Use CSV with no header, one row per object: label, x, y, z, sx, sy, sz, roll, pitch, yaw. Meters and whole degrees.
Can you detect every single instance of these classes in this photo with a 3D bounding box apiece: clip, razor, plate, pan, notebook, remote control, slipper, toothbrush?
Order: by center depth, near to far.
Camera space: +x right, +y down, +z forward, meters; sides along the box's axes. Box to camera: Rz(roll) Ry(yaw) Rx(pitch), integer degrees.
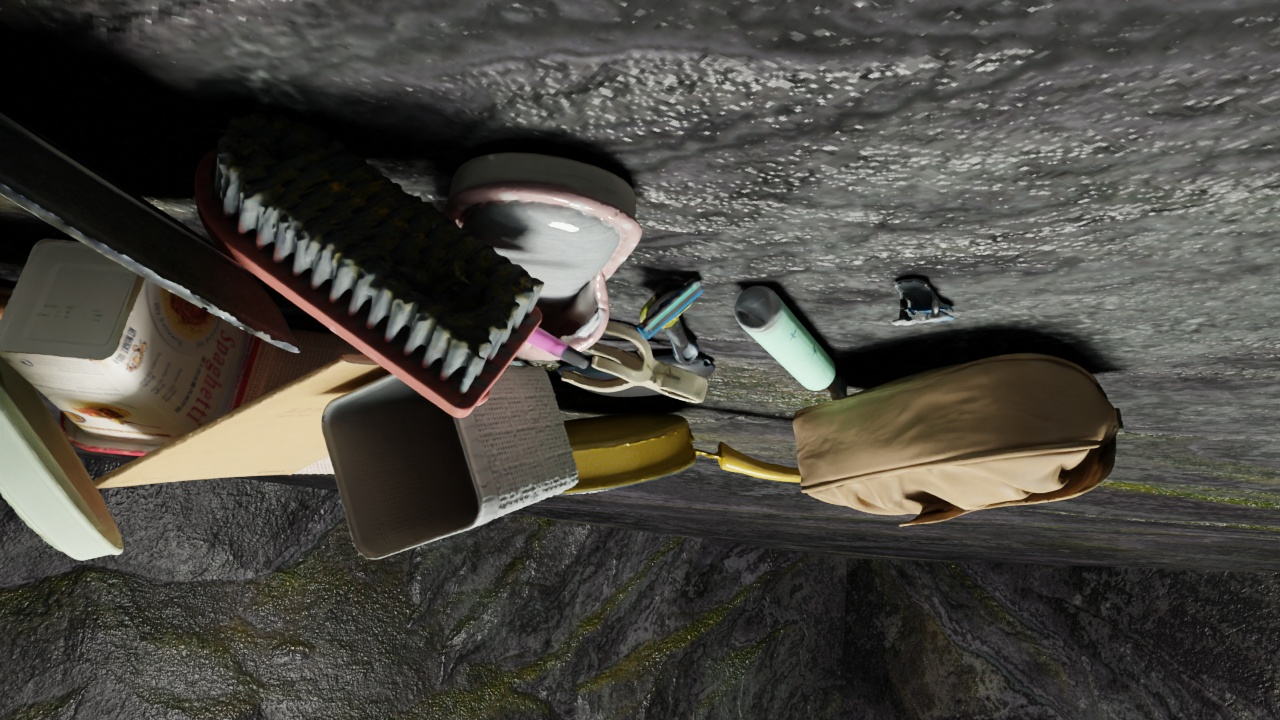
plate,-0.216,-0.061,0.378,0.179,0.024,0.179,31,172,4
toothbrush,-0.108,-0.039,0.405,0.189,0.017,0.014,27,135,3
slipper,-0.073,-0.031,0.476,0.114,0.054,0.275,10,165,-18
clip,0.148,-0.025,0.482,0.024,0.028,0.057,0,175,30
plate,-0.375,0.021,0.534,0.027,0.230,0.231,-33,-177,-25
razor,0.021,-0.021,0.556,0.042,0.022,0.143,-39,166,-1
notebook,-0.205,0.039,0.568,0.212,0.012,0.149,-23,168,24
toothbrush,0.107,0.000,0.588,0.026,0.027,0.224,4,167,26
clip,-0.003,0.003,0.613,0.099,0.035,0.098,12,162,6
remote control,-0.006,0.013,0.694,0.137,0.024,0.053,-5,160,38
pan,0.031,0.091,0.832,0.357,0.078,0.197,-7,-176,-4

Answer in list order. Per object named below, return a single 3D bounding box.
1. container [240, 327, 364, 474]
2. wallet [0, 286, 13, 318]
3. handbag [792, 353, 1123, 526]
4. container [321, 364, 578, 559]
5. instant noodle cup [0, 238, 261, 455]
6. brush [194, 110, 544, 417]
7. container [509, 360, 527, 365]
container,-0.242,0.033,0.700,0.111,0.089,0.090,4,137,-6
wallet,-0.459,-0.034,0.684,0.130,0.035,0.119,12,171,-25
handbag,0.205,0.058,0.613,0.147,0.099,0.205,3,166,-31
container,-0.102,0.051,0.528,0.090,0.090,0.114,-21,172,25
instant noodle cup,-0.320,-0.010,0.575,0.117,0.116,0.124,5,154,5
brush,-0.115,-0.037,0.372,0.146,0.063,0.069,35,141,-2
container,-0.134,0.049,0.709,0.090,0.111,0.090,3,167,11
